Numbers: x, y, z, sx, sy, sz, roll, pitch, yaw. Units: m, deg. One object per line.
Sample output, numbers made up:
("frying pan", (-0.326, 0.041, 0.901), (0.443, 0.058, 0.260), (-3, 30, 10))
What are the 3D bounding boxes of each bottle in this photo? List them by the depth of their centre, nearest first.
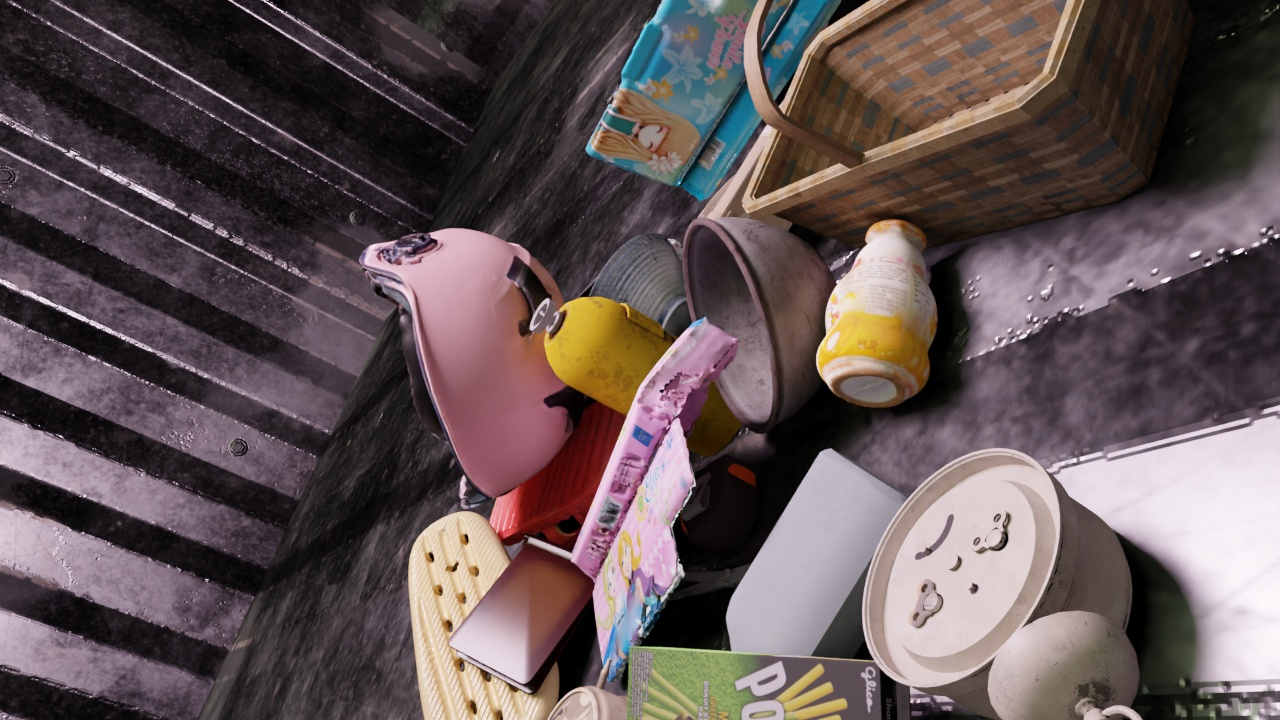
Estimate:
("bottle", (0.083, 0.130, 0.478), (0.161, 0.046, 0.072), (-59, 32, 4))
("bottle", (0.140, -0.029, 0.532), (0.063, 0.063, 0.109), (-26, 42, 55))
("bottle", (-0.004, 0.004, 0.673), (0.071, 0.163, 0.071), (-47, 25, 30))

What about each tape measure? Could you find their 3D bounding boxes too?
("tape measure", (0.048, 0.097, 0.614), (0.058, 0.038, 0.058), (-40, 29, 42))

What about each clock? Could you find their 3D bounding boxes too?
("clock", (0.149, 0.102, 0.356), (0.103, 0.061, 0.156), (-55, 15, 14))
("clock", (-0.035, 0.264, 0.568), (0.093, 0.054, 0.140), (-50, 22, 27))

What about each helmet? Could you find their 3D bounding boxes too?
("helmet", (-0.127, -0.003, 0.764), (0.152, 0.230, 0.255), (-19, 14, -11))

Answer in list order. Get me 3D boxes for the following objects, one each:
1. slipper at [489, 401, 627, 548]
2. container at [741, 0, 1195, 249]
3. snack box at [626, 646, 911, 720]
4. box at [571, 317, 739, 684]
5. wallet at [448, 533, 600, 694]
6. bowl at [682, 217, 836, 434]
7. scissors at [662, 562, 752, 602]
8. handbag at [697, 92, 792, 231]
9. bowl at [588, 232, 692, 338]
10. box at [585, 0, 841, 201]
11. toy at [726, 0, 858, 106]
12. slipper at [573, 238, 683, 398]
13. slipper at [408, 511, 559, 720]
("slipper", (-0.060, 0.113, 0.807), (0.250, 0.059, 0.103), (-38, 33, 47))
("container", (0.148, -0.166, 0.517), (0.250, 0.186, 0.157), (-9, 55, 64))
("snack box", (0.054, 0.180, 0.431), (0.148, 0.025, 0.080), (-13, 68, 43))
("box", (-0.003, 0.096, 0.603), (0.231, 0.063, 0.160), (112, 174, -49))
("wallet", (-0.087, 0.195, 0.726), (0.092, 0.018, 0.115), (13, 51, 34))
("bowl", (0.086, -0.030, 0.602), (0.145, 0.067, 0.145), (162, 91, -78))
("scissors", (0.068, 0.124, 0.570), (0.117, 0.014, 0.161), (-63, 25, -4))
("handbag", (0.087, -0.144, 0.796), (0.175, 0.062, 0.198), (-58, 12, -17))
("bowl", (0.012, -0.039, 0.810), (0.057, 0.137, 0.137), (27, 87, 29))
("box", (0.074, -0.227, 0.733), (0.085, 0.169, 0.228), (59, 141, 19))
("toy", (0.134, -0.333, 0.882), (0.184, 0.139, 0.159), (-13, 83, 50))
("slipper", (-0.056, -0.020, 0.904), (0.264, 0.063, 0.111), (-56, -15, 20))
("slipper", (-0.128, 0.236, 0.772), (0.111, 0.079, 0.261), (-30, 42, -1))
